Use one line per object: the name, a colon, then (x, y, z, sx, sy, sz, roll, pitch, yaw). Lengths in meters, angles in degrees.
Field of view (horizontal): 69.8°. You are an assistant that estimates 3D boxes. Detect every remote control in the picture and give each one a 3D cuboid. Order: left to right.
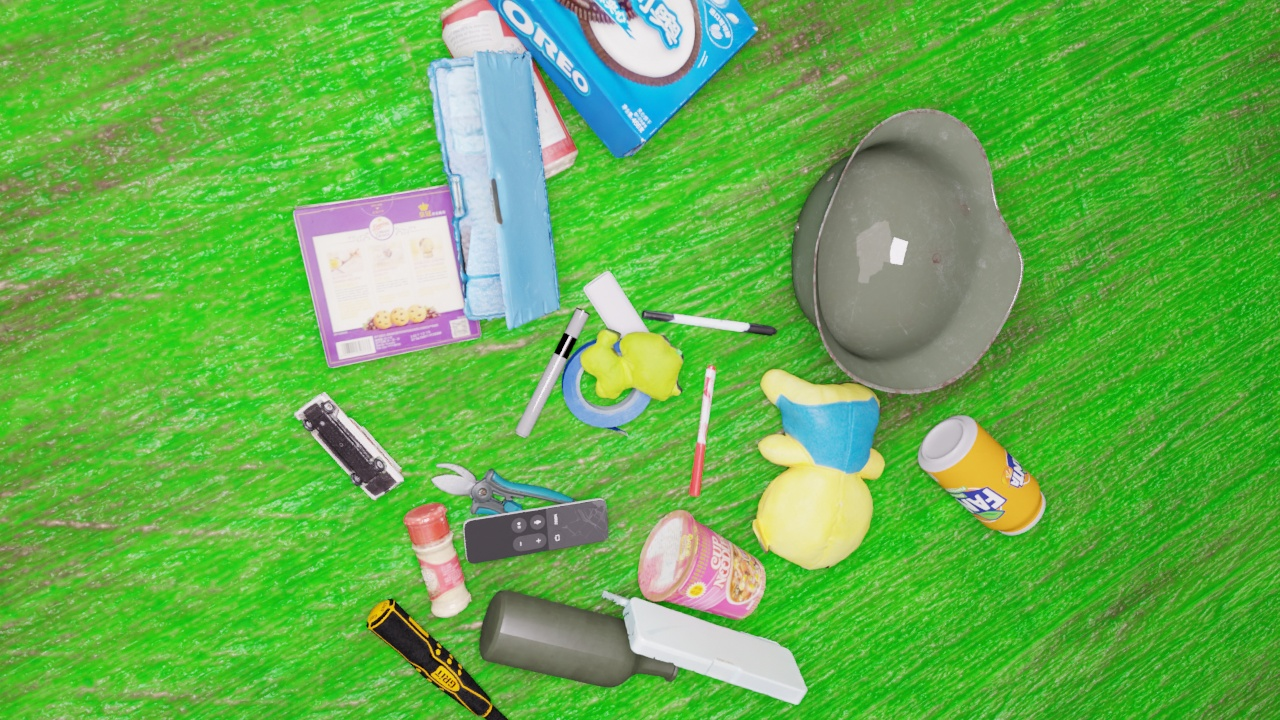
remote control: (-0.103, 0.171, 0.924, 0.146, 0.008, 0.045, -7, 101, -18)
remote control: (-0.010, -0.030, 0.941, 0.033, 0.012, 0.131, -36, 106, -9)

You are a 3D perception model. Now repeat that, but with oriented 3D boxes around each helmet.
helmet: (0.245, -0.115, 0.930, 0.226, 0.154, 0.268, 9, 100, -19)

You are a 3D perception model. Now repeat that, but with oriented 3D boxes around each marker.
marker: (-0.089, 0.012, 0.922, 0.016, 0.016, 0.140, 27, 90, -18)
marker: (0.067, 0.075, 0.979, 0.012, 0.013, 0.142, 5, 96, -17)
marker: (0.074, -0.039, 0.966, 0.152, 0.011, 0.011, 6, 96, -17)

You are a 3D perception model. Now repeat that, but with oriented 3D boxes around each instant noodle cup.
instant noodle cup: (0.069, 0.222, 0.962, 0.108, 0.098, 0.097, 28, 89, -25)

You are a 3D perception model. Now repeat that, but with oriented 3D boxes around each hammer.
hammer: (-0.162, 0.359, 0.942, 0.123, 0.036, 0.320, -43, 109, -6)

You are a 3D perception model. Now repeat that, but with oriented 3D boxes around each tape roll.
tape roll: (-0.033, 0.022, 0.932, 0.091, 0.016, 0.093, 24, 98, -13)

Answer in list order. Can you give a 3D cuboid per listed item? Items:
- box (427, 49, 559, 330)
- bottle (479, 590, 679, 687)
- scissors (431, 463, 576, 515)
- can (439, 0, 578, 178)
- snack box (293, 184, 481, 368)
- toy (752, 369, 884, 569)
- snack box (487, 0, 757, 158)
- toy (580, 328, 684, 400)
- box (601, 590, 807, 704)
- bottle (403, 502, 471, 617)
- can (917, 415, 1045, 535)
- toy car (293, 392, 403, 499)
box: (-0.125, -0.144, 0.787, 0.094, 0.102, 0.232, -6, 104, -4)
bottle: (-0.058, 0.293, 0.942, 0.206, 0.071, 0.071, 19, 92, -18)
scissors: (-0.133, 0.144, 0.926, 0.127, 0.019, 0.153, -24, 105, -13)
can: (-0.121, -0.249, 0.849, 0.067, 0.067, 0.170, -29, 104, -11)
snack box: (-0.233, -0.079, 0.853, 0.143, 0.040, 0.148, -12, 101, -15)
toy: (0.193, 0.124, 0.987, 0.149, 0.084, 0.214, 8, 93, -16)
snack box: (-0.026, -0.337, 0.840, 0.239, 0.056, 0.195, 49, 63, -16)
toy: (-0.005, 0.005, 0.905, 0.093, 0.036, 0.094, -30, 102, 5)
box: (0.065, 0.285, 0.942, 0.197, 0.136, 0.049, 24, 90, -18)
bottle: (-0.199, 0.196, 0.902, 0.044, 0.044, 0.109, -16, 103, -14)
can: (0.390, 0.132, 1.047, 0.142, 0.079, 0.079, 40, 85, -18)
toy car: (-0.272, 0.078, 0.866, 0.039, 0.039, 0.113, -33, 106, 17)
